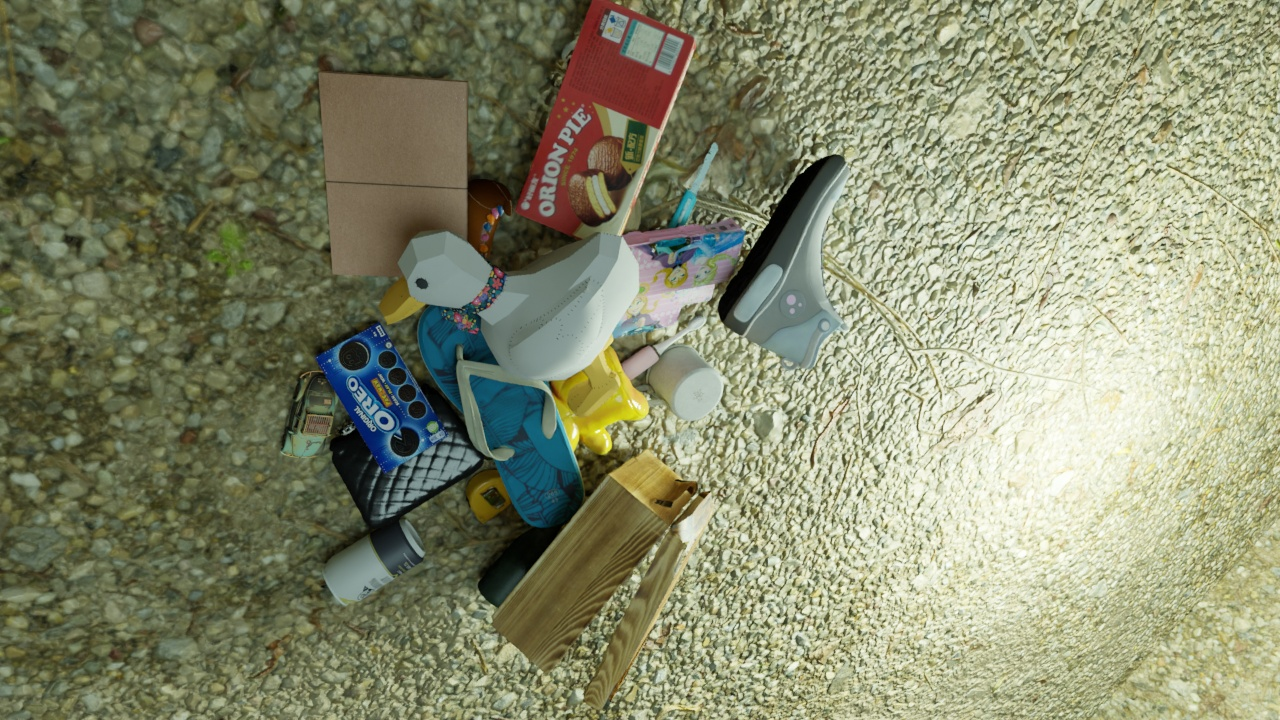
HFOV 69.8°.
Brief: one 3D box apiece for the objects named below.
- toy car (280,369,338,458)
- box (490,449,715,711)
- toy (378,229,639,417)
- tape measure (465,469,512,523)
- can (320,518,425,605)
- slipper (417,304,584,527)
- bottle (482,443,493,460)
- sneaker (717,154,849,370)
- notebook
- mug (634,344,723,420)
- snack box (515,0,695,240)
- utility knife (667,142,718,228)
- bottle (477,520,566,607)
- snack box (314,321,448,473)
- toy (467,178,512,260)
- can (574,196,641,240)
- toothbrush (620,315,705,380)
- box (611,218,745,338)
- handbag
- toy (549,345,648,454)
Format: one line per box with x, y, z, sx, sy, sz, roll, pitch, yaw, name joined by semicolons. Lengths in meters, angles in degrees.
-0.367;0.067;1.026;0.047;0.047;0.112;9;111;-33;toy car
-0.016;0.254;1.161;0.247;0.176;0.279;-53;171;7;box
-0.116;-0.060;0.959;0.247;0.140;0.267;-29;132;18;toy
-0.194;0.172;1.191;0.068;0.030;0.059;-35;130;-6;tape measure
-0.336;0.253;1.141;0.127;0.064;0.064;-31;127;-8;can
-0.149;0.056;1.046;0.118;0.060;0.295;-28;96;-15;slipper
-0.151;0.106;1.178;0.106;0.025;0.025;-12;122;-22;bottle
0.222;-0.119;1.155;0.160;0.093;0.256;34;89;-11;sneaker
-0.248;-0.183;0.939;0.141;0.008;0.209;2;118;-8;notebook
0.047;0.036;1.214;0.113;0.070;0.084;-28;127;-13;mug
-0.037;-0.245;0.969;0.113;0.060;0.236;22;103;-1;snack box
0.053;-0.188;1.122;0.022;0.015;0.169;23;106;-5;utility knife
-0.148;0.257;1.250;0.055;0.055;0.174;36;96;-38;bottle
-0.286;0.041;1.017;0.082;0.027;0.150;-32;92;-10;snack box
-0.163;-0.145;0.978;0.070;0.103;0.090;0;111;-34;toy
-0.045;-0.170;1.061;0.086;0.043;0.086;-13;123;-21;can
-0.007;0.007;1.195;0.222;0.026;0.027;-35;121;-6;toothbrush
0.013;-0.088;1.120;0.229;0.035;0.160;-13;137;-30;box
-0.279;0.104;1.088;0.153;0.115;0.125;-31;104;-5;handbag
-0.089;0.070;1.128;0.194;0.087;0.134;-26;100;-3;toy
